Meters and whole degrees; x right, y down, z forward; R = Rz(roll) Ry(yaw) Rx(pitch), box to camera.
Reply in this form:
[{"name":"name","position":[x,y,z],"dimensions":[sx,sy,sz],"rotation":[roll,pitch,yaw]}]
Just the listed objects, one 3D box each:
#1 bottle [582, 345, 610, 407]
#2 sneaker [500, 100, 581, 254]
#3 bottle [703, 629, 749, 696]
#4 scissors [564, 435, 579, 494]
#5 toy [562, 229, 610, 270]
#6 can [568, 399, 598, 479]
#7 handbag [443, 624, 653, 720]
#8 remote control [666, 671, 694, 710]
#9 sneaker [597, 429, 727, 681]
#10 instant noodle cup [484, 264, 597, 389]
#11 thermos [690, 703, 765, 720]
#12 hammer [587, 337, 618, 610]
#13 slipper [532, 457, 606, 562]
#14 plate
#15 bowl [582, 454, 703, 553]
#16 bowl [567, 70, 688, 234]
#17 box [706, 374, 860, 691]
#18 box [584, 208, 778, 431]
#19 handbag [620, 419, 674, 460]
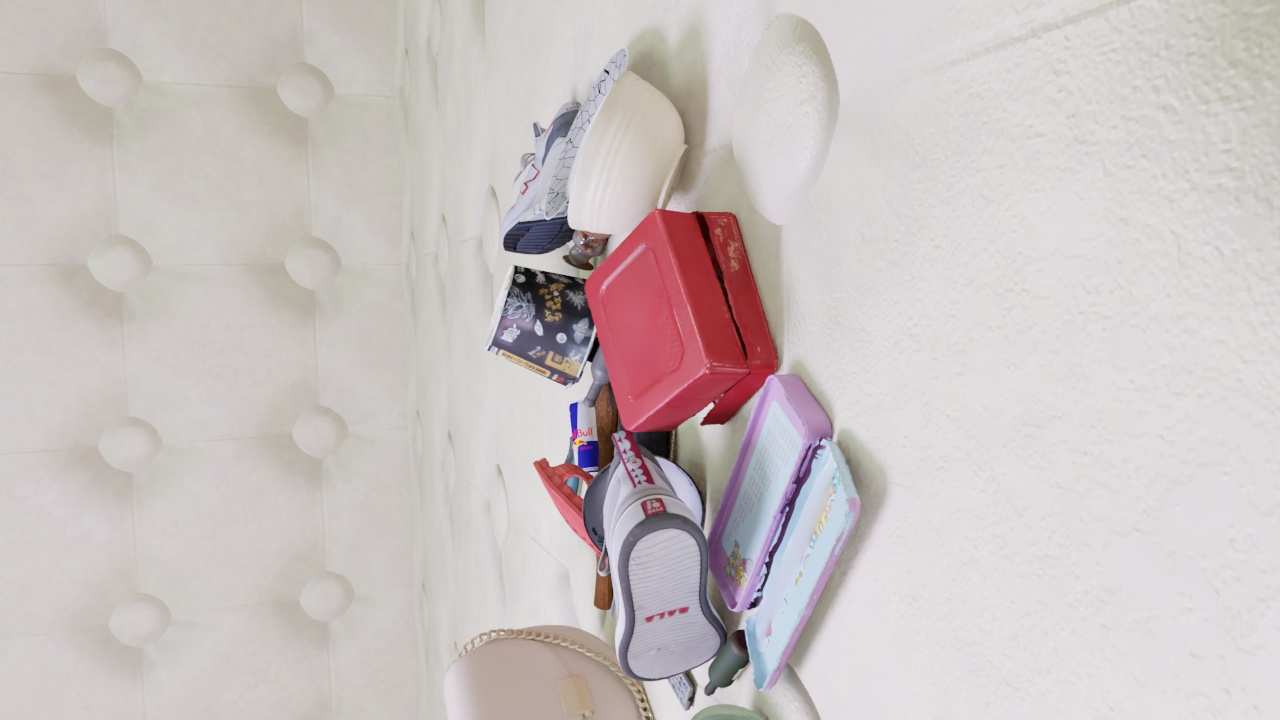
[{"name":"bottle","position":[-0.033,-0.003,0.971],"dimensions":[0.113,0.030,0.030],"rotation":[-65,26,5]},{"name":"sneaker","position":[-0.108,-0.229,1.135],"dimensions":[0.240,0.088,0.124],"rotation":[-33,57,56]},{"name":"bottle","position":[0.074,0.267,0.796],"dimensions":[0.106,0.025,0.025],"rotation":[111,149,-45]},{"name":"scissors","position":[-0.087,0.139,1.194],"dimensions":[0.124,0.019,0.148],"rotation":[170,103,-72]},{"name":"toy","position":[-0.060,-0.141,1.067],"dimensions":[0.054,0.041,0.102],"rotation":[-83,16,-50]},{"name":"can","position":[-0.067,0.096,1.121],"dimensions":[0.032,0.032,0.095],"rotation":[145,120,-65]},{"name":"handbag","position":[-0.105,0.403,1.015],"dimensions":[0.210,0.208,0.104],"rotation":[-115,30,-47]},{"name":"remote control","position":[0.023,0.298,0.943],"dimensions":[0.136,0.013,0.033],"rotation":[-128,41,-56]},{"name":"sneaker","position":[0.010,0.180,0.799],"dimensions":[0.128,0.096,0.263],"rotation":[-110,8,-47]},{"name":"instant noodle cup","position":[-0.114,-0.045,1.066],"dimensions":[0.137,0.112,0.137],"rotation":[-164,91,-77]},{"name":"thermos","position":[0.061,0.405,0.780],"dimensions":[0.082,0.082,0.232],"rotation":[-131,43,-58]},{"name":"hammer","position":[-0.039,0.134,1.061],"dimensions":[0.115,0.033,0.323],"rotation":[-150,59,-67]},{"name":"slipper","position":[-0.030,0.170,0.966],"dimensions":[0.249,0.059,0.104],"rotation":[37,158,40]},{"name":"plate","position":[-0.051,-0.228,0.940],"dimensions":[0.189,0.016,0.188],"rotation":[-54,23,34]},{"name":"bowl","position":[0.002,0.135,0.871],"dimensions":[0.045,0.114,0.114],"rotation":[-92,5,-75]},{"name":"bowl","position":[-0.003,-0.179,0.840],"dimensions":[0.150,0.075,0.150],"rotation":[24,-93,-85]},{"name":"box","position":[0.103,0.133,0.698],"dimensions":[0.150,0.035,0.215],"rotation":[-107,25,-50]},{"name":"box","position":[0.031,-0.033,0.765],"dimensions":[0.134,0.110,0.157],"rotation":[128,135,-52]},{"name":"handbag","position":[-0.001,0.087,0.930],"dimensions":[0.079,0.054,0.128],"rotation":[-151,59,-70]}]
